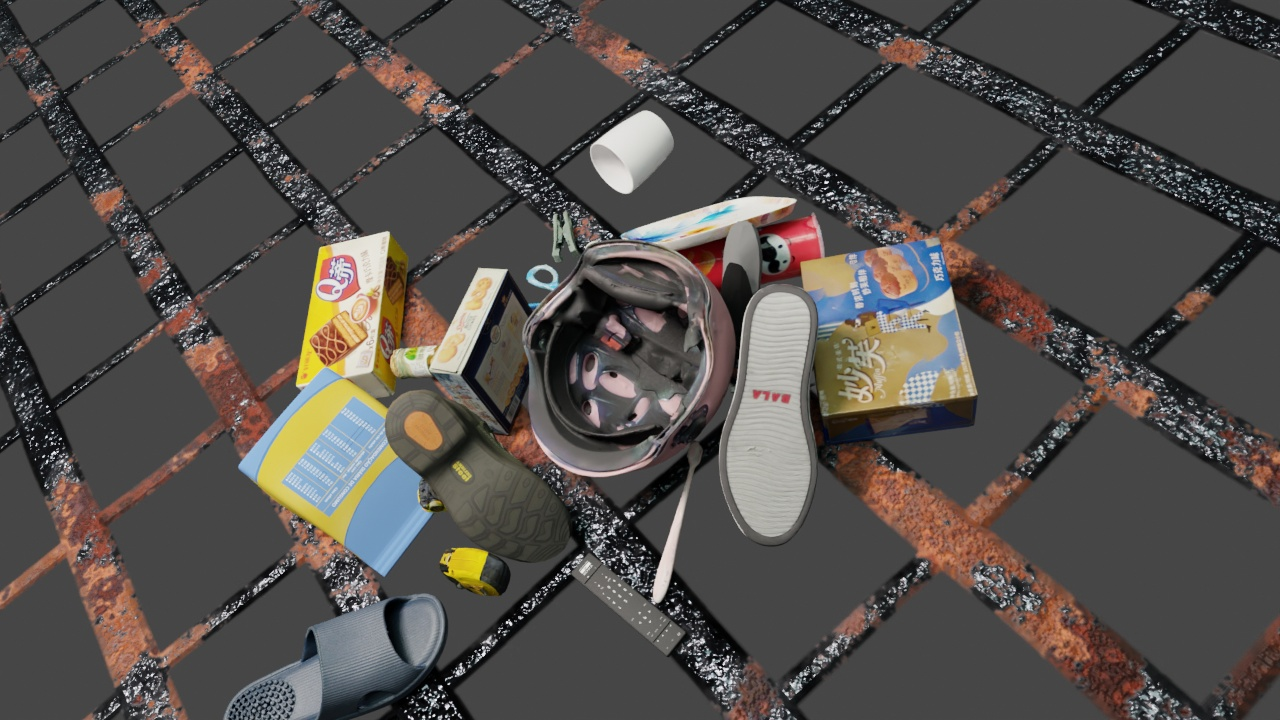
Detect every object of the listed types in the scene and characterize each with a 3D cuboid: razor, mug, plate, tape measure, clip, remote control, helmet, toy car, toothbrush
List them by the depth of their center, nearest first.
[{"bbox_3d":[-0.014,0.248,0.939,0.140,0.009,0.030,33,72,31],"label":"remote control"},{"bbox_3d":[-0.172,0.226,0.969,0.064,0.066,0.037,4,56,18],"label":"tape measure"},{"bbox_3d":[0.039,0.168,0.970,0.016,0.018,0.180,6,61,21],"label":"toothbrush"},{"bbox_3d":[-0.006,0.006,1.000,0.230,0.152,0.255,23,91,30],"label":"helmet"},{"bbox_3d":[0.111,-0.082,1.030,0.057,0.156,0.060,19,24,27],"label":"razor"},{"bbox_3d":[-0.200,0.146,1.046,0.107,0.030,0.049,-5,57,-6],"label":"toy car"},{"bbox_3d":[0.079,-0.162,1.096,0.186,0.016,0.187,-19,16,-13],"label":"plate"},{"bbox_3d":[-0.109,-0.164,1.226,0.049,0.023,0.078,-22,57,1],"label":"clip"},{"bbox_3d":[-0.017,-0.285,1.249,0.087,0.081,0.114,-43,25,-19],"label":"mug"}]

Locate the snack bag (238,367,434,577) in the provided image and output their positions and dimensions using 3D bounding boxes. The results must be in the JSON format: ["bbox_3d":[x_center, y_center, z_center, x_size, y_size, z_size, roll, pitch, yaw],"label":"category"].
[{"bbox_3d":[-0.330,0.130,1.070,0.205,0.102,0.158,33,71,8],"label":"snack bag"}]

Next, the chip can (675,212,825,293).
[{"bbox_3d":[0.096,-0.114,1.083,0.233,0.073,0.073,-12,56,6],"label":"chip can"}]

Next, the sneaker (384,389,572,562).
[{"bbox_3d":[-0.182,0.122,0.999,0.101,0.238,0.143,-45,13,-6],"label":"sneaker"}]

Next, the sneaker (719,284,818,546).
[{"bbox_3d":[0.138,0.057,0.953,0.097,0.128,0.263,4,90,11],"label":"sneaker"}]

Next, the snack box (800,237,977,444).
[{"bbox_3d":[0.262,-0.022,0.989,0.155,0.069,0.202,-9,56,13],"label":"snack box"}]

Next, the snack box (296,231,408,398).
[{"bbox_3d":[-0.379,-0.056,1.217,0.110,0.062,0.229,-11,56,11],"label":"snack box"}]

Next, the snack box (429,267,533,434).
[{"bbox_3d":[-0.171,-0.010,1.070,0.043,0.145,0.144,8,60,22],"label":"snack box"}]

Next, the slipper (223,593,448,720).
[{"bbox_3d":[-0.325,0.323,0.947,0.263,0.082,0.101,-29,57,-1],"label":"slipper"}]

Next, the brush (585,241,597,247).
[{"bbox_3d":[0.014,-0.110,1.159,0.218,0.012,0.033,26,70,30],"label":"brush"}]

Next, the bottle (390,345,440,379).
[{"bbox_3d":[-0.258,0.000,1.156,0.111,0.043,0.043,-4,57,16],"label":"bottle"}]

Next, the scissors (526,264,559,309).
[{"bbox_3d":[-0.105,-0.071,1.173,0.140,0.013,0.114,24,68,26],"label":"scissors"}]
